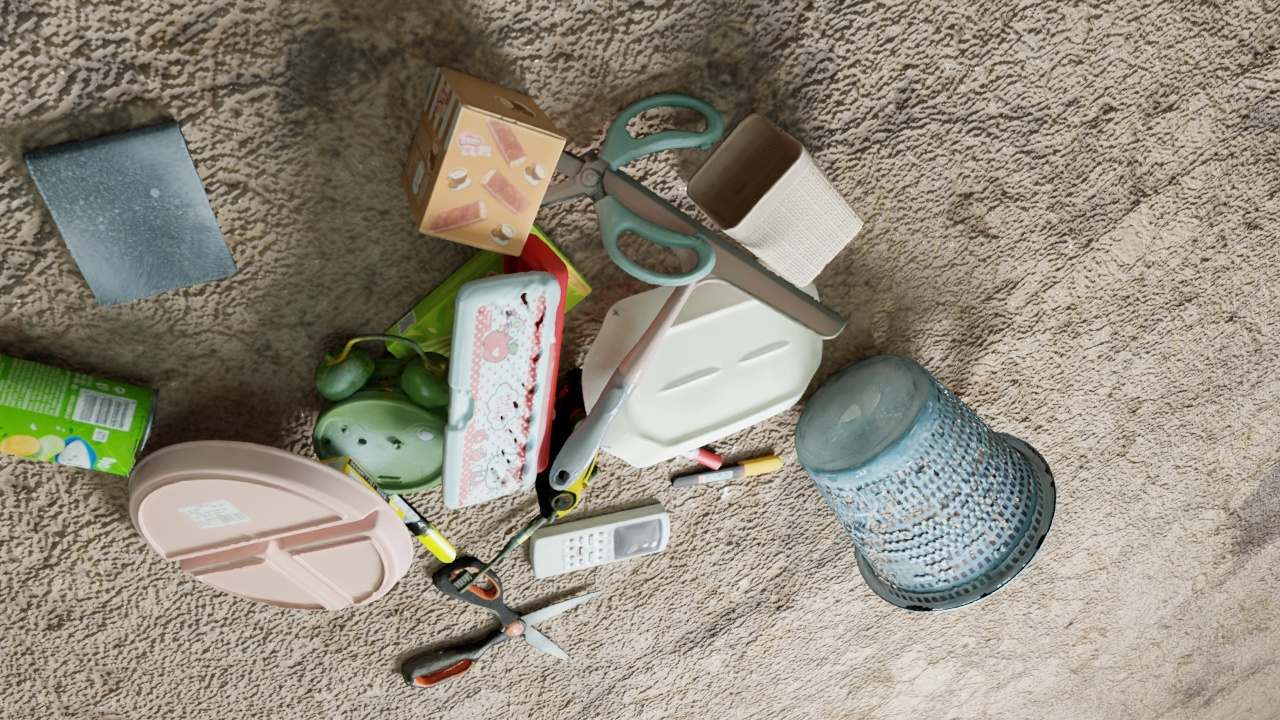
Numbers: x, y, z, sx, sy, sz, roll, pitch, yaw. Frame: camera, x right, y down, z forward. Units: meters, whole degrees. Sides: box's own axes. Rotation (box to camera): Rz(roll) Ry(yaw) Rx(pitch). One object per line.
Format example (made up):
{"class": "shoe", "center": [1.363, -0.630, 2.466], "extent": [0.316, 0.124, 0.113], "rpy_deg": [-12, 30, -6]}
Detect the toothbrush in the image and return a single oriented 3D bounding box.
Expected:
{"class": "toothbrush", "center": [-0.112, 0.165, 0.907], "extent": [0.186, 0.012, 0.017], "rpy_deg": [-40, 115, -1]}

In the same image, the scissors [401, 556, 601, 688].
{"class": "scissors", "center": [-0.154, 0.287, 0.976], "extent": [0.221, 0.021, 0.234], "rpy_deg": [-34, 128, 2]}

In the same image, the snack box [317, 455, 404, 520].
{"class": "snack box", "center": [-0.281, 0.126, 0.768], "extent": [0.141, 0.033, 0.087], "rpy_deg": [-10, 135, 20]}

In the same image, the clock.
{"class": "clock", "center": [-0.203, 0.041, 0.743], "extent": [0.116, 0.056, 0.162], "rpy_deg": [4, 133, -7]}

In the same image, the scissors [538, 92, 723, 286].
{"class": "scissors", "center": [0.003, -0.147, 0.712], "extent": [0.170, 0.019, 0.180], "rpy_deg": [32, 81, 2]}

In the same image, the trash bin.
{"class": "trash bin", "center": [0.270, 0.107, 0.933], "extent": [0.227, 0.226, 0.195], "rpy_deg": [-41, 116, 7]}

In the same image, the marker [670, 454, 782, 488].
{"class": "marker", "center": [0.091, 0.118, 0.972], "extent": [0.123, 0.015, 0.018], "rpy_deg": [-10, 124, -14]}

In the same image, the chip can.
{"class": "chip can", "center": [-0.468, 0.023, 0.631], "extent": [0.235, 0.072, 0.072], "rpy_deg": [18, 113, -32]}

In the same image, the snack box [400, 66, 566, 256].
{"class": "snack box", "center": [-0.115, -0.142, 0.655], "extent": [0.077, 0.092, 0.094], "rpy_deg": [12, 117, -29]}

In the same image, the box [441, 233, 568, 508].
{"class": "box", "center": [-0.116, 0.009, 0.712], "extent": [0.100, 0.102, 0.202], "rpy_deg": [-9, 126, -29]}

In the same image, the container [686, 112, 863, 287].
{"class": "container", "center": [0.116, -0.129, 0.769], "extent": [0.090, 0.090, 0.111], "rpy_deg": [-47, 130, 11]}

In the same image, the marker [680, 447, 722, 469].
{"class": "marker", "center": [0.026, 0.081, 0.917], "extent": [0.145, 0.017, 0.017], "rpy_deg": [26, 109, -34]}

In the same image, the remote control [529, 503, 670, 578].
{"class": "remote control", "center": [-0.041, 0.189, 0.958], "extent": [0.150, 0.021, 0.058], "rpy_deg": [-9, 125, -17]}

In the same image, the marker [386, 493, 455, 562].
{"class": "marker", "center": [-0.213, 0.151, 0.865], "extent": [0.018, 0.015, 0.124], "rpy_deg": [-33, 126, 0]}

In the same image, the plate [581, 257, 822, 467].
{"class": "plate", "center": [0.071, 0.002, 0.823], "extent": [0.265, 0.034, 0.162], "rpy_deg": [-18, 112, -28]}

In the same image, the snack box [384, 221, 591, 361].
{"class": "snack box", "center": [-0.126, -0.041, 0.763], "extent": [0.156, 0.026, 0.086], "rpy_deg": [-39, 129, 5]}

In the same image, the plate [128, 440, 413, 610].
{"class": "plate", "center": [-0.302, 0.144, 0.747], "extent": [0.229, 0.028, 0.230], "rpy_deg": [4, 137, 4]}

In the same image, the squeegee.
{"class": "squeegee", "center": [-0.004, 0.004, 0.731], "extent": [0.247, 0.040, 0.250], "rpy_deg": [33, 98, -2]}

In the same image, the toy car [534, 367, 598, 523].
{"class": "toy car", "center": [-0.065, 0.078, 0.841], "extent": [0.041, 0.071, 0.156], "rpy_deg": [4, 121, -27]}

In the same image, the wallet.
{"class": "wallet", "center": [-0.347, -0.098, 0.635], "extent": [0.097, 0.019, 0.121], "rpy_deg": [-16, 129, -14]}
